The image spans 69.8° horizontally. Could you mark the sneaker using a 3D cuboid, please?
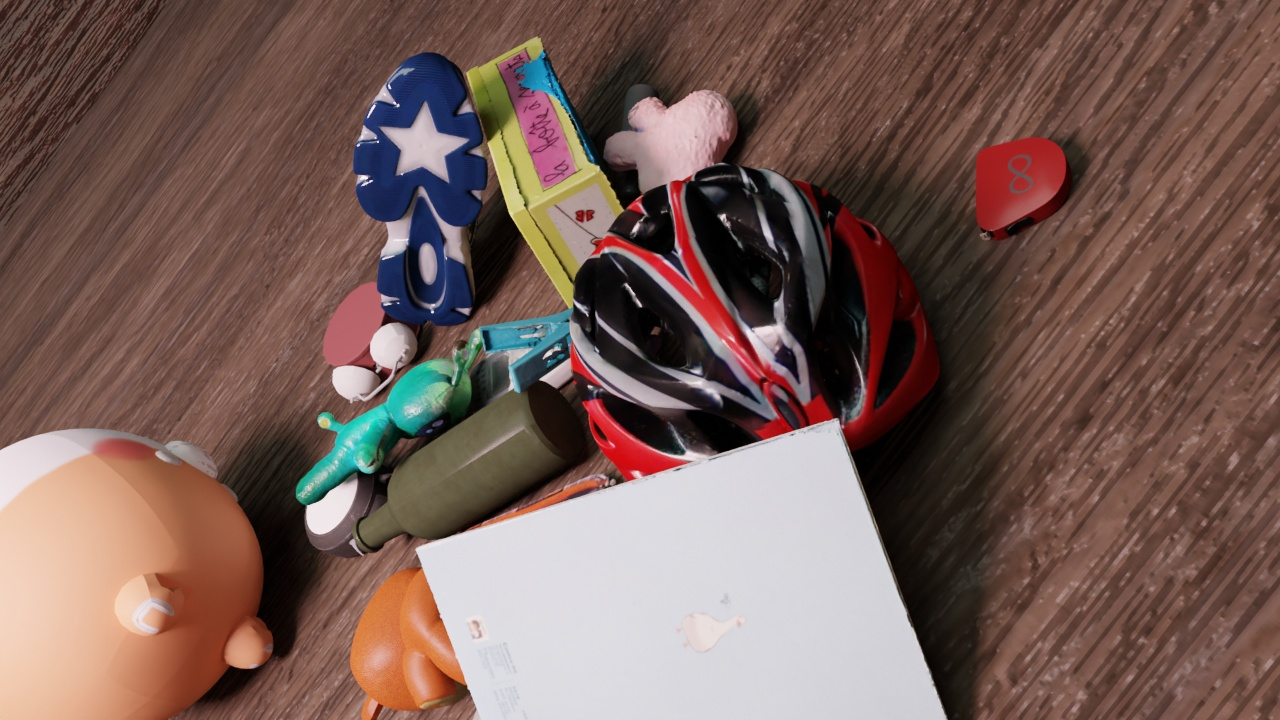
[{"bbox_3d":[-0.181,-0.160,0.804,0.103,0.270,0.132,6,49,-6],"label":"sneaker"}]

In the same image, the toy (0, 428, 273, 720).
[{"bbox_3d":[-0.459,0.191,0.794,0.281,0.263,0.265,14,66,26],"label":"toy"}]

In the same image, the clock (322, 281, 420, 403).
[{"bbox_3d":[-0.262,-0.019,0.897,0.096,0.048,0.137,-38,46,16],"label":"clock"}]

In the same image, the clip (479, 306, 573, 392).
[{"bbox_3d":[-0.051,-0.016,0.686,0.120,0.027,0.103,-23,37,-21],"label":"clip"}]

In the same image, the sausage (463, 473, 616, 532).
[{"bbox_3d":[-0.082,0.116,0.684,0.156,0.020,0.020,-26,50,26],"label":"sausage"}]

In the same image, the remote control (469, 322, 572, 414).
[{"bbox_3d":[-0.093,0.008,0.753,0.115,0.028,0.060,-27,50,27],"label":"remote control"}]

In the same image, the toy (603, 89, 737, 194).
[{"bbox_3d":[0.022,-0.174,0.739,0.105,0.053,0.108,27,80,32],"label":"toy"}]

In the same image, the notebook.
[{"bbox_3d":[0.014,0.151,0.485,0.254,0.009,0.181,-19,92,20],"label":"notebook"}]

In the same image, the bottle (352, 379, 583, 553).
[{"bbox_3d":[-0.142,0.092,0.712,0.207,0.071,0.071,-32,48,22],"label":"bottle"}]

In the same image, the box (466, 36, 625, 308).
[{"bbox_3d":[-0.071,-0.159,0.762,0.080,0.124,0.220,-28,49,3],"label":"box"}]

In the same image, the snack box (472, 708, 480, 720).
[{"bbox_3d":[-0.066,0.252,0.578,0.101,0.031,0.185,7,70,43],"label":"snack box"}]

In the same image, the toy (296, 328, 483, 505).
[{"bbox_3d":[-0.202,0.046,0.744,0.193,0.072,0.130,-37,9,3],"label":"toy"}]

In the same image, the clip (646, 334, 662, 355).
[{"bbox_3d":[-0.008,0.000,0.697,0.045,0.014,0.051,17,80,47],"label":"clip"}]

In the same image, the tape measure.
[{"bbox_3d":[0.230,-0.103,0.552,0.051,0.019,0.059,-6,68,36],"label":"tape measure"}]

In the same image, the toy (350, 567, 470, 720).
[{"bbox_3d":[-0.150,0.190,0.640,0.176,0.096,0.111,-23,38,34],"label":"toy"}]

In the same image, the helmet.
[{"bbox_3d":[0.052,-0.024,0.572,0.217,0.167,0.271,-37,33,6],"label":"helmet"}]

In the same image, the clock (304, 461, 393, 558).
[{"bbox_3d":[-0.262,0.126,0.813,0.123,0.043,0.091,5,69,42],"label":"clock"}]

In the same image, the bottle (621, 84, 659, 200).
[{"bbox_3d":[-0.003,-0.186,0.792,0.030,0.030,0.112,-14,57,34],"label":"bottle"}]
